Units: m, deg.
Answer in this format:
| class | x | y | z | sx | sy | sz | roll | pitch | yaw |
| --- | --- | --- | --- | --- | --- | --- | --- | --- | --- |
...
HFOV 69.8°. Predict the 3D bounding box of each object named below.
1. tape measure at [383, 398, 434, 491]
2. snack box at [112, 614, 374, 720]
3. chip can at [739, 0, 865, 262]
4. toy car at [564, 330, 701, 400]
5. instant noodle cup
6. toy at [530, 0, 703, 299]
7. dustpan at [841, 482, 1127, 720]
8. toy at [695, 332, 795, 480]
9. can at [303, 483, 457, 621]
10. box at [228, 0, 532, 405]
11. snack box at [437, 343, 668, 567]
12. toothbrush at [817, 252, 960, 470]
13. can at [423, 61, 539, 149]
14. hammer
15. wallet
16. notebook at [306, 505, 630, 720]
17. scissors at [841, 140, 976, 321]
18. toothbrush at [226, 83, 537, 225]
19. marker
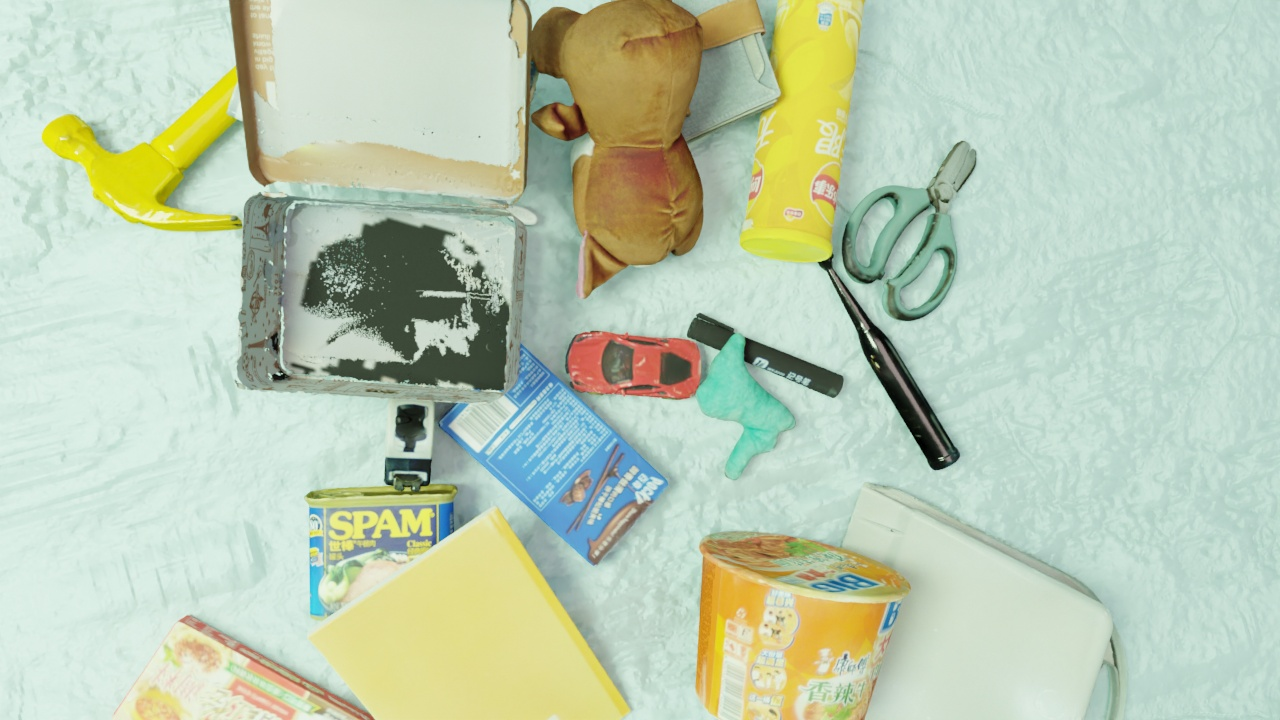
| class | x | y | z | sx | sy | sz | roll | pitch | yaw |
| --- | --- | --- | --- | --- | --- | --- | --- | --- | --- |
| tape measure | -0.161 | 0.055 | 0.640 | 0.033 | 0.066 | 0.066 | 4 | 88 | -15 |
| snack box | -0.267 | 0.245 | 0.626 | 0.153 | 0.025 | 0.075 | 33 | 80 | -9 |
| chip can | 0.128 | -0.187 | 0.715 | 0.072 | 0.072 | 0.213 | 11 | 84 | -12 |
| toy car | -0.004 | 0.004 | 0.690 | 0.106 | 0.031 | 0.049 | 5 | 85 | -20 |
| instant noodle cup | 0.107 | 0.196 | 0.657 | 0.151 | 0.151 | 0.111 | 9 | 93 | -12 |
| toy | -0.012 | -0.153 | 0.650 | 0.140 | 0.130 | 0.200 | -24 | 119 | -27 |
| dustpan | 0.274 | 0.254 | 0.755 | 0.258 | 0.142 | 0.222 | 19 | 82 | 19 |
| toy | 0.080 | 0.041 | 0.707 | 0.092 | 0.030 | 0.096 | 37 | 79 | -23 |
| can | -0.178 | 0.131 | 0.637 | 0.102 | 0.057 | 0.083 | -1 | 89 | -12 |
| box | -0.161 | -0.105 | 0.593 | 0.178 | 0.102 | 0.261 | 3 | 97 | -2 |
| snack box | -0.064 | 0.069 | 0.680 | 0.157 | 0.026 | 0.084 | 44 | 79 | -7 |
| toothbrush | 0.195 | -0.007 | 0.744 | 0.027 | 0.026 | 0.212 | -33 | 93 | -46 |
| can | -0.131 | -0.195 | 0.655 | 0.111 | 0.075 | 0.075 | 15 | 84 | -12 |
| hammer | -0.261 | -0.211 | 0.649 | 0.129 | 0.033 | 0.300 | 42 | 80 | -8 |
| wallet | 0.042 | -0.239 | 0.694 | 0.107 | 0.037 | 0.129 | -19 | 90 | 24 |
| notebook | -0.110 | 0.219 | 0.637 | 0.145 | 0.010 | 0.206 | -34 | 113 | -13 |
| scissors | 0.248 | -0.102 | 0.763 | 0.185 | 0.019 | 0.129 | -35 | 100 | -18 |
| toothbrush | -0.174 | -0.139 | 0.648 | 0.221 | 0.026 | 0.026 | 20 | 81 | -23 |
| marker | 0.099 | -0.003 | 0.725 | 0.132 | 0.020 | 0.022 | 22 | 69 | -9 |
